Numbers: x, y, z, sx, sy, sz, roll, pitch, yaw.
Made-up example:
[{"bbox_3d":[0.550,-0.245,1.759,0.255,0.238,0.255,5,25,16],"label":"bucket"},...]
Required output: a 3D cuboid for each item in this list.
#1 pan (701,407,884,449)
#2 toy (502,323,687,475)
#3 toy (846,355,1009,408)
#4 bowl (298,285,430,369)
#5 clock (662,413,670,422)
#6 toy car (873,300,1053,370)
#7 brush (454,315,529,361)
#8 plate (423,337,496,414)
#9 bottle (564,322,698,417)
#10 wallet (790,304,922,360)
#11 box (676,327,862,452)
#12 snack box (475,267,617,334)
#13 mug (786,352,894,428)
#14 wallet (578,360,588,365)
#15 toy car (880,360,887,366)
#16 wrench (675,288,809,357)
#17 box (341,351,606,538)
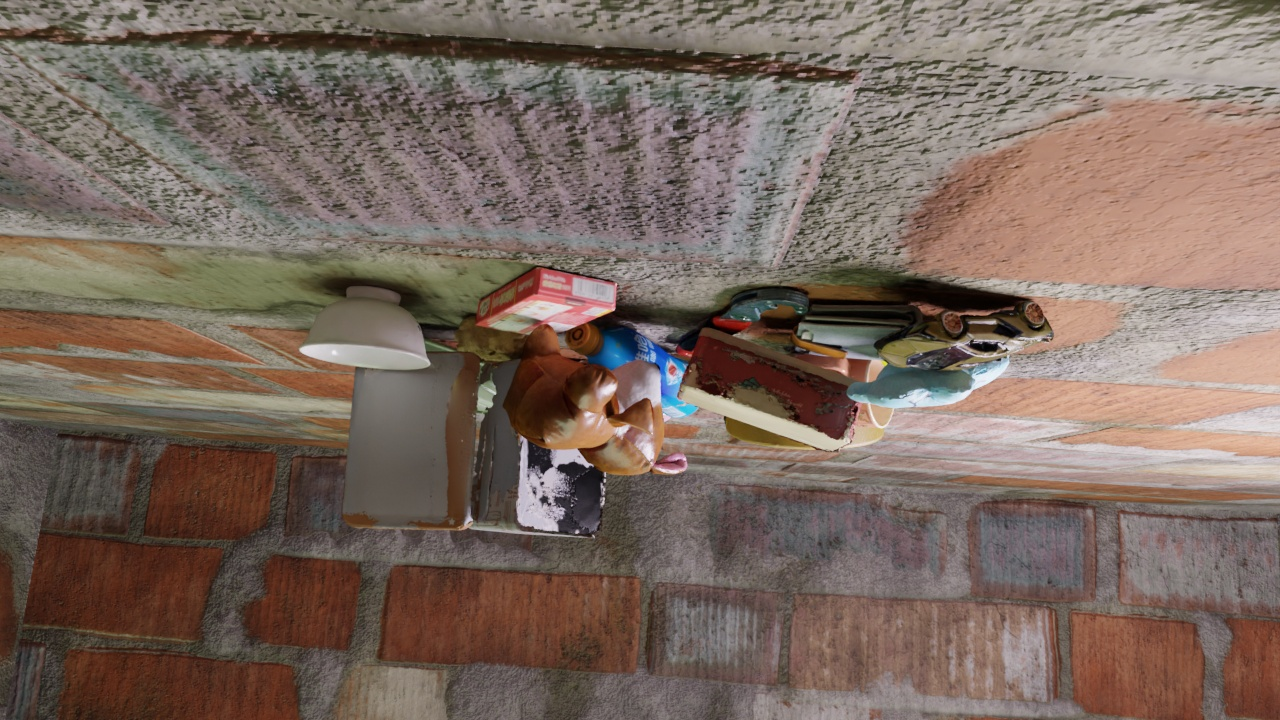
[{"bbox_3d":[0.121,0.048,1.126,0.357,0.078,0.197,1,-172,8],"label":"pan"},{"bbox_3d":[-0.036,0.043,0.859,0.140,0.130,0.199,39,176,42],"label":"toy"},{"bbox_3d":[0.259,0.013,0.820,0.161,0.050,0.156,-9,-170,2],"label":"toy"},{"bbox_3d":[-0.254,-0.033,0.859,0.118,0.064,0.118,3,170,0],"label":"bowl"},{"bbox_3d":[-0.015,0.066,1.310,0.117,0.059,0.159,9,170,-21],"label":"clock"},{"bbox_3d":[0.260,-0.016,0.742,0.158,0.042,0.070,-4,165,-23],"label":"toy car"},{"bbox_3d":[-0.109,0.003,1.020,0.083,0.045,0.254,-6,160,27],"label":"brush"},{"bbox_3d":[-0.246,0.018,1.092,0.230,0.027,0.230,15,162,5],"label":"plate"},{"bbox_3d":[-0.006,0.006,0.960,0.065,0.065,0.218,-3,162,32],"label":"bottle"},{"bbox_3d":[0.191,-0.021,0.833,0.106,0.037,0.130,2,169,7],"label":"wallet"},{"bbox_3d":[0.121,0.038,0.875,0.168,0.076,0.091,19,167,4],"label":"box"},{"bbox_3d":[-0.087,-0.049,0.818,0.075,0.025,0.153,10,168,-26],"label":"snack box"},{"bbox_3d":[0.197,0.024,0.961,0.106,0.081,0.114,-1,156,35],"label":"mug"},{"bbox_3d":[-0.101,0.053,1.164,0.090,0.033,0.115,-33,160,-25],"label":"wallet"},{"bbox_3d":[0.281,0.004,0.942,0.048,0.032,0.105,-4,168,36],"label":"toy car"},{"bbox_3d":[0.082,-0.031,0.876,0.056,0.016,0.274,12,167,-14],"label":"wrench"},{"bbox_3d":[-0.157,0.086,0.927,0.270,0.179,0.134,8,167,-20],"label":"box"}]
